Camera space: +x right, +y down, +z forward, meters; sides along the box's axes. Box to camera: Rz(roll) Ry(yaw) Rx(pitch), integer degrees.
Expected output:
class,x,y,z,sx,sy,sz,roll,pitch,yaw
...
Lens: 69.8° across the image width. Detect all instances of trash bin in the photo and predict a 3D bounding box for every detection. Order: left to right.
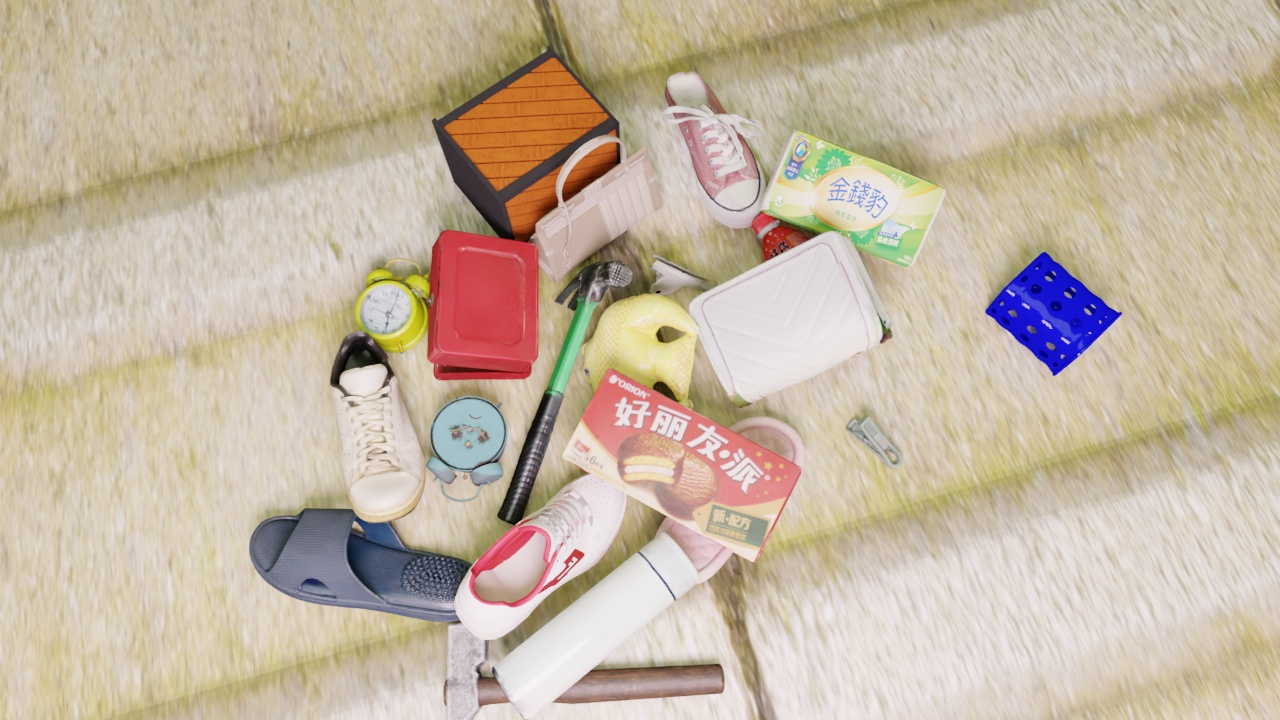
class,x,y,z,sx,sy,sz,roll,pitch,yaw
trash bin,-0.135,-0.257,1.143,0.171,0.140,0.139,-37,74,-12

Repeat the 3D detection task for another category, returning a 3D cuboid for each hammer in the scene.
class,x,y,z,sx,sy,sz,roll,pitch,yaw
hammer,-0.099,0.036,1.068,0.032,0.130,0.318,24,80,-28
hammer,-0.058,0.385,0.970,0.300,0.037,0.217,-3,70,-1

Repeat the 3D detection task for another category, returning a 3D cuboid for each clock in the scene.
class,x,y,z,sx,sy,sz,roll,pitch,yaw
clock,-0.300,-0.067,1.120,0.083,0.057,0.119,10,77,6
clock,-0.198,0.103,1.062,0.090,0.053,0.124,6,70,3

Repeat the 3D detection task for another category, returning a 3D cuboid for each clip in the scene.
class,x,y,z,sx,sy,sz,roll,pitch,yaw
clip,0.036,-0.108,1.137,0.054,0.101,0.043,-16,63,41
clip,0.278,0.097,1.075,0.076,0.061,0.023,45,77,-2

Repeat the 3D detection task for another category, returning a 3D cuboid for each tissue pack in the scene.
class,x,y,z,sx,sy,sz,roll,pitch,yaw
tissue pack,0.251,-0.197,1.126,0.197,0.141,0.120,28,101,-1

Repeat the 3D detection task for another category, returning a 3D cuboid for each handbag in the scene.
class,x,y,z,sx,sy,sz,roll,pitch,yaw
handbag,-0.057,-0.202,1.092,0.175,0.198,0.062,-37,74,-12
handbag,0.174,-0.046,1.056,0.199,0.096,0.142,-25,86,19

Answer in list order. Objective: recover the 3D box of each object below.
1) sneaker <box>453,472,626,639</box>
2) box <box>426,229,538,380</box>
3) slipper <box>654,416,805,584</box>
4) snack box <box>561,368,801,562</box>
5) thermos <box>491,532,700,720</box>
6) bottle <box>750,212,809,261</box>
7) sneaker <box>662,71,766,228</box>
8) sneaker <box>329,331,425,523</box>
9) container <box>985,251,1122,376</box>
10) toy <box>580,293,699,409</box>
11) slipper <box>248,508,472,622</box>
class,x,y,z,sx,sy,sz,roll,pitch,yaw
sneaker,-0.095,0.191,0.980,0.236,0.104,0.090,-36,74,-30
box,-0.184,-0.065,1.086,0.137,0.127,0.157,-1,70,-5
slipper,0.097,0.154,1.041,0.107,0.056,0.221,37,77,14
snack box,0.045,0.112,0.994,0.236,0.060,0.113,28,83,10
thermos,-0.044,0.273,0.955,0.229,0.068,0.068,-37,74,-12
bottle,0.189,-0.125,1.137,0.062,0.062,0.137,-33,73,-11
sneaker,0.096,-0.285,1.180,0.118,0.088,0.241,-22,71,-7
sneaker,-0.294,0.062,1.018,0.088,0.102,0.241,-10,49,-18
container,0.490,-0.057,1.099,0.085,0.084,0.113,-41,74,-12
toy,-0.006,0.006,1.076,0.155,0.064,0.170,3,89,28
slipper,-0.297,0.212,0.992,0.263,0.083,0.101,14,41,2
